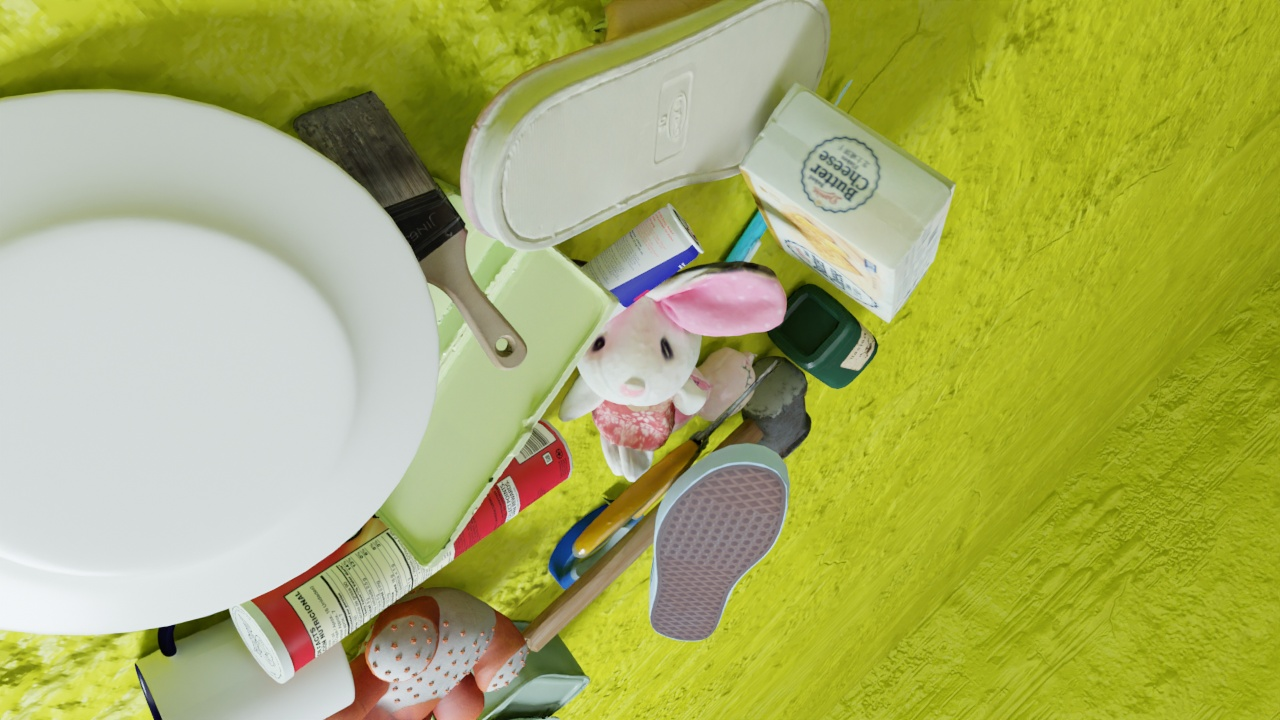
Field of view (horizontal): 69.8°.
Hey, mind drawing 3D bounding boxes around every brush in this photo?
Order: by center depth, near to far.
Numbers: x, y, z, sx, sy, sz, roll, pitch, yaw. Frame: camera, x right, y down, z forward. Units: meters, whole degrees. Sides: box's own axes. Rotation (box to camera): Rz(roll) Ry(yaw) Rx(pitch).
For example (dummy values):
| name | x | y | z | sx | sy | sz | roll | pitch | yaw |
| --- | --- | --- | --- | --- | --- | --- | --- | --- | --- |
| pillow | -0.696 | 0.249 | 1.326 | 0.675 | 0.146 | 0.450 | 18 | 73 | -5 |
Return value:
| name | x | y | z | sx | sy | sz | roll | pitch | yaw |
| --- | --- | --- | --- | --- | --- | --- | --- | --- | --- |
| brush | -0.096 | -0.053 | 0.418 | 0.038 | 0.012 | 0.151 | -40 | 120 | -16 |

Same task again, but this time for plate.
| name | x | y | z | sx | sy | sz | roll | pitch | yaw |
| --- | --- | --- | --- | --- | --- | --- | --- | --- | --- |
| plate | -0.196 | 0.017 | 0.363 | 0.242 | 0.016 | 0.243 | -15 | 125 | -24 |

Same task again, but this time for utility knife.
| name | x | y | z | sx | sy | sz | roll | pitch | yaw |
| --- | --- | --- | --- | --- | --- | --- | --- | --- | --- |
| utility knife | 0.103 | -0.122 | 0.640 | 0.162 | 0.015 | 0.022 | -57 | 161 | 18 |

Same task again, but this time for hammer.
| name | x | y | z | sx | sy | sz | roll | pitch | yaw |
| --- | --- | --- | --- | --- | --- | --- | --- | --- | --- |
| hammer | 0.027 | 0.126 | 0.787 | 0.328 | 0.052 | 0.098 | -42 | 148 | -13 |

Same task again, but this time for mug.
| name | x | y | z | sx | sy | sz | roll | pitch | yaw |
| --- | --- | --- | --- | --- | --- | --- | --- | --- | --- |
| mug | -0.233 | 0.174 | 0.533 | 0.096 | 0.079 | 0.112 | -22 | 114 | -35 |

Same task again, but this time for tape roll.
| name | x | y | z | sx | sy | sz | roll | pitch | yaw |
| --- | --- | --- | --- | --- | --- | --- | --- | --- | --- |
| tape roll | -0.037 | 0.162 | 0.804 | 0.093 | 0.016 | 0.091 | -49 | 150 | 5 |

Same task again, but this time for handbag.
| name | x | y | z | sx | sy | sz | roll | pitch | yaw |
| --- | --- | --- | --- | --- | --- | --- | --- | --- | --- |
| handbag | -0.113 | 0.298 | 0.825 | 0.106 | 0.067 | 0.122 | -46 | 150 | 3 |

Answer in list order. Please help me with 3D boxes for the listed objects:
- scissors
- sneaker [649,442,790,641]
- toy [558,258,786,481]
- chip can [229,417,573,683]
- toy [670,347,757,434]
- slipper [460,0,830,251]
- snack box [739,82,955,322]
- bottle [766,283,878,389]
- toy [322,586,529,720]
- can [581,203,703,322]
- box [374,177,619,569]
| name | x | y | z | sx | sy | sz | roll | pitch | yaw |
| --- | --- | --- | --- | --- | --- | --- | --- | --- | --- |
| scissors | 0.025 | 0.075 | 0.657 | 0.224 | 0.016 | 0.230 | -39 | 170 | -29 |
| sneaker | 0.051 | 0.117 | 0.700 | 0.242 | 0.083 | 0.098 | 105 | -3 | -48 |
| toy | -0.003 | 0.003 | 0.590 | 0.159 | 0.084 | 0.195 | 5 | 140 | -5 |
| chip can | -0.133 | 0.104 | 0.552 | 0.214 | 0.052 | 0.052 | -33 | 148 | -39 |
| toy | 0.055 | 0.023 | 0.724 | 0.109 | 0.047 | 0.064 | -13 | 128 | -38 |
| slipper | 0.010 | -0.134 | 0.471 | 0.273 | 0.054 | 0.114 | -32 | 144 | -41 |
| snack box | 0.131 | -0.088 | 0.576 | 0.057 | 0.104 | 0.207 | -54 | 165 | 4 |
| bottle | 0.166 | -0.014 | 0.800 | 0.061 | 0.061 | 0.131 | -49 | 150 | 9 |
| toy | -0.176 | 0.245 | 0.659 | 0.172 | 0.093 | 0.163 | -47 | 151 | 5 |
| can | -0.013 | -0.045 | 0.496 | 0.095 | 0.032 | 0.032 | -35 | 151 | 11 |
| box | -0.111 | 0.007 | 0.489 | 0.127 | 0.066 | 0.188 | 31 | 103 | -13 |
